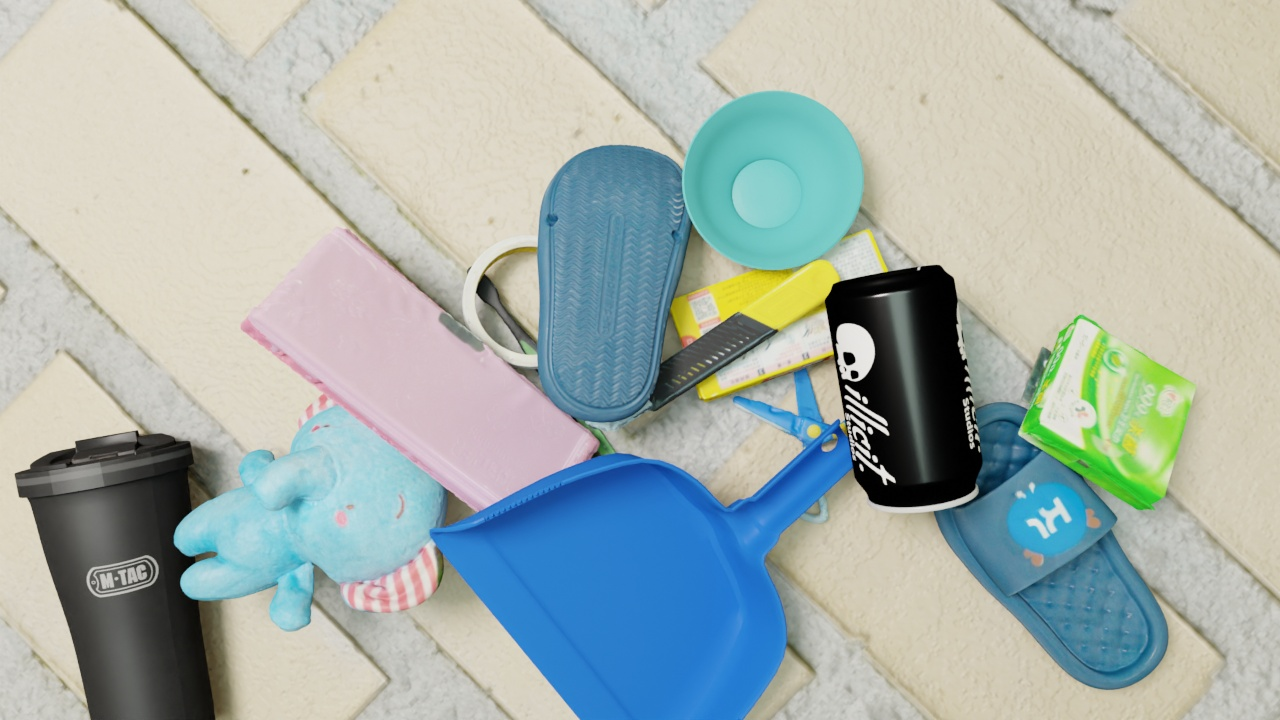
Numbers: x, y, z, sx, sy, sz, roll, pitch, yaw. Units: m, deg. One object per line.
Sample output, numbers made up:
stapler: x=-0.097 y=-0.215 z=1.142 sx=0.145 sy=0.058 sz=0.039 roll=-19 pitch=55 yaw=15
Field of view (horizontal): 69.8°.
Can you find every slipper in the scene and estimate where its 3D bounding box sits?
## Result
slipper: x=0.275 y=0.130 z=0.619 sx=0.104 sy=0.059 sz=0.213 roll=-33 pitch=88 yaw=4
slipper: x=-0.024 y=-0.057 z=0.623 sx=0.104 sy=0.059 sz=0.213 roll=12 pitch=66 yaw=-7

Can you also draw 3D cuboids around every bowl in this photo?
bowl: x=0.090 y=-0.121 z=0.640 sx=0.121 sy=0.046 sz=0.121 roll=0 pitch=88 yaw=3

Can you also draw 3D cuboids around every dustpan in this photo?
dustpan: x=0.039 y=0.126 z=0.611 sx=0.257 sy=0.059 sz=0.245 roll=-39 pitch=107 yaw=-15

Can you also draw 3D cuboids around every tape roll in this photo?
tape roll: x=-0.078 y=-0.041 z=0.649 sx=0.094 sy=0.019 sz=0.094 roll=1 pitch=83 yaw=-12

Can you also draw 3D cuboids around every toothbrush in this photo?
toothbrush: x=-0.067 y=0.008 z=0.664 sx=0.014 sy=0.017 sz=0.188 roll=-37 pitch=90 yaw=5

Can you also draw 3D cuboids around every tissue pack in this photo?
tissue pack: x=0.311 y=0.033 z=0.613 sx=0.099 sy=0.034 sz=0.113 roll=32 pitch=63 yaw=4

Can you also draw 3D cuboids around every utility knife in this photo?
utility knife: x=0.049 y=-0.007 z=0.621 sx=0.198 sy=0.020 sz=0.029 roll=-32 pitch=79 yaw=-1

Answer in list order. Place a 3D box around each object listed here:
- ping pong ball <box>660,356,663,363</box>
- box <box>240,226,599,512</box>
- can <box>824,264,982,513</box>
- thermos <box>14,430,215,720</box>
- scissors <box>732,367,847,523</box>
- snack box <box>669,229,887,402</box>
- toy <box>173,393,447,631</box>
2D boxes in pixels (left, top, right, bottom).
ping pong ball: x=-0.004 y=0.004 z=0.645 sx=0.040 sy=0.040 sz=0.040 roll=0 pitch=88 yaw=3
box: x=-0.139 y=0.020 z=0.605 sx=0.233 sy=0.041 sz=0.098 roll=40 pitch=61 yaw=-16
can: x=0.168 y=0.017 z=0.586 sx=0.080 sy=0.080 sz=0.146 roll=-11 pitch=95 yaw=2
thermos: x=-0.351 y=0.161 z=0.633 sx=0.106 sy=0.106 sz=0.218 roll=-9 pitch=93 yaw=2
scissors: x=0.121 y=0.058 z=0.653 sx=0.125 sy=0.016 sz=0.125 roll=23 pitch=87 yaw=7
snack box: x=0.102 y=-0.030 z=0.644 sx=0.152 sy=0.025 sz=0.075 roll=-20 pitch=81 yaw=2
toy: x=-0.219 y=0.094 z=0.608 sx=0.180 sy=0.115 sz=0.183 roll=-17 pitch=61 yaw=-14
